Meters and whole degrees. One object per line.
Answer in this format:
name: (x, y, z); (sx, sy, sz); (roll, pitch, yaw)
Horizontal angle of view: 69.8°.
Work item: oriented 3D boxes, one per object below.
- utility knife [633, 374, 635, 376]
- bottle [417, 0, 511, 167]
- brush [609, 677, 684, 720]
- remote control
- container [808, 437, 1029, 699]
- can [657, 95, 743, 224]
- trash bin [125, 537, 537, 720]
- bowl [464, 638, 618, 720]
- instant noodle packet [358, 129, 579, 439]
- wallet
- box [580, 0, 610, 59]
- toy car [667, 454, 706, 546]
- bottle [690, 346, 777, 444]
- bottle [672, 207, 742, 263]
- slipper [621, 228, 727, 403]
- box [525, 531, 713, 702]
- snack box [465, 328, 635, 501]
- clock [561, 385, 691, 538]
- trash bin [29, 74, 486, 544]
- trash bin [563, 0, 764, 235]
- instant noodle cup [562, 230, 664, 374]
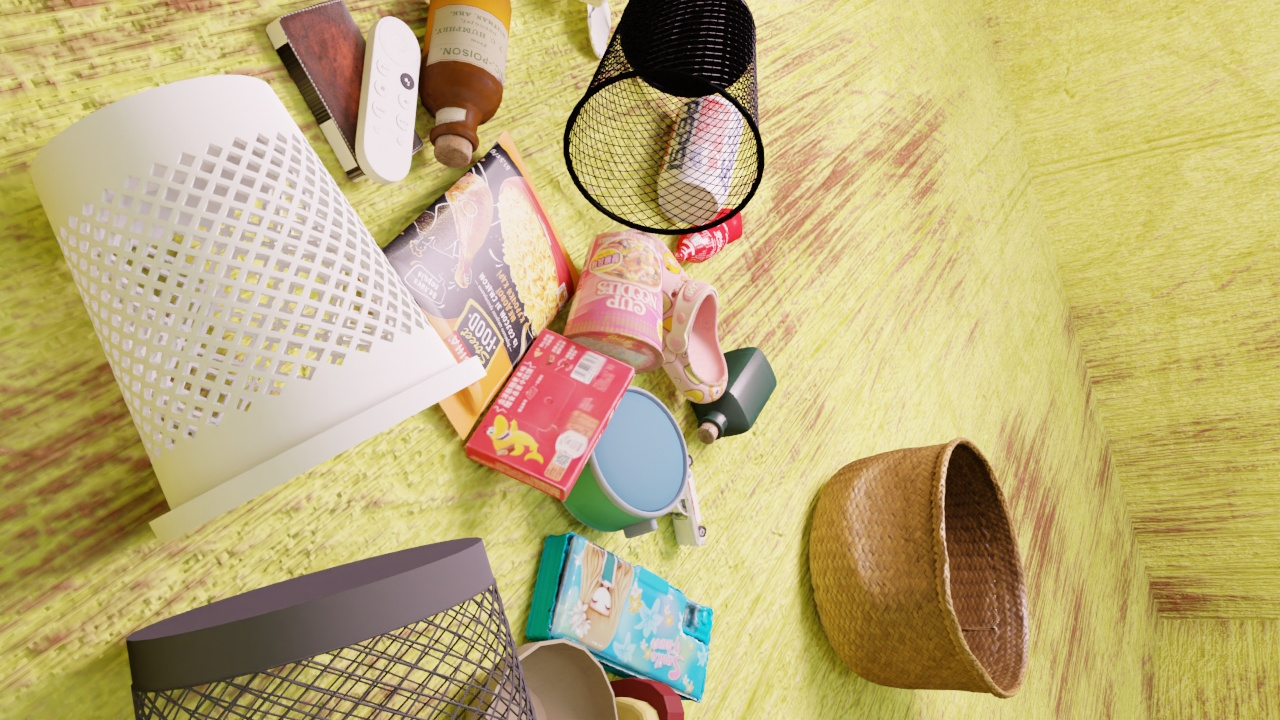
utility knife: (-0.005, 0.005, 0.914); (0.125, 0.015, 0.022); (-41, 130, -49)
bottle: (-0.145, -0.233, 0.749); (0.067, 0.068, 0.156); (24, 62, -48)
brush: (-0.011, 0.352, 0.754); (0.041, 0.082, 0.173); (26, 61, -47)
remote control: (-0.189, -0.196, 0.691); (0.043, 0.013, 0.136); (21, 64, -49)
container: (0.353, 0.268, 1.168); (0.306, 0.197, 0.306); (20, 64, -48)
can: (0.066, -0.224, 1.019); (0.078, 0.078, 0.135); (43, 49, -38)
trash bin: (-0.152, 0.233, 0.499); (0.217, 0.218, 0.227); (-9, 84, -54)
bowl: (-0.084, 0.291, 0.701); (0.152, 0.051, 0.152); (19, 66, -49)
instant noodle packet: (-0.127, -0.068, 0.754); (0.220, 0.032, 0.160); (-58, 133, -43)
wallet: (-0.217, -0.202, 0.685); (0.072, 0.019, 0.123); (-49, 119, -47)
box: (-0.067, -0.374, 0.899); (0.140, 0.142, 0.083); (18, 60, -18)
toy car: (0.034, 0.132, 0.917); (0.039, 0.039, 0.113); (-11, 90, -33)
bottle: (0.095, 0.045, 0.998); (0.061, 0.061, 0.130); (61, 40, -19)
bottle: (0.074, -0.138, 1.037); (0.141, 0.042, 0.042); (-38, 111, -50)
slipper: (0.044, -0.053, 0.925); (0.197, 0.082, 0.093); (59, 37, -7)
box: (-0.008, 0.235, 0.825); (0.226, 0.041, 0.094); (39, 52, -41)
snack box: (-0.071, 0.041, 0.753); (0.021, 0.089, 0.132); (101, 15, -55)
clock: (-0.033, 0.073, 0.818); (0.161, 0.076, 0.121); (52, 43, -12)
trash bin: (-0.220, -0.035, 0.514); (0.194, 0.196, 0.199); (-33, 97, -52)
trash bin: (0.035, -0.262, 0.901); (0.184, 0.184, 0.209); (46, 39, -36)
instant noodle cup: (-0.020, -0.055, 0.837); (0.097, 0.098, 0.108); (31, 59, -45)
